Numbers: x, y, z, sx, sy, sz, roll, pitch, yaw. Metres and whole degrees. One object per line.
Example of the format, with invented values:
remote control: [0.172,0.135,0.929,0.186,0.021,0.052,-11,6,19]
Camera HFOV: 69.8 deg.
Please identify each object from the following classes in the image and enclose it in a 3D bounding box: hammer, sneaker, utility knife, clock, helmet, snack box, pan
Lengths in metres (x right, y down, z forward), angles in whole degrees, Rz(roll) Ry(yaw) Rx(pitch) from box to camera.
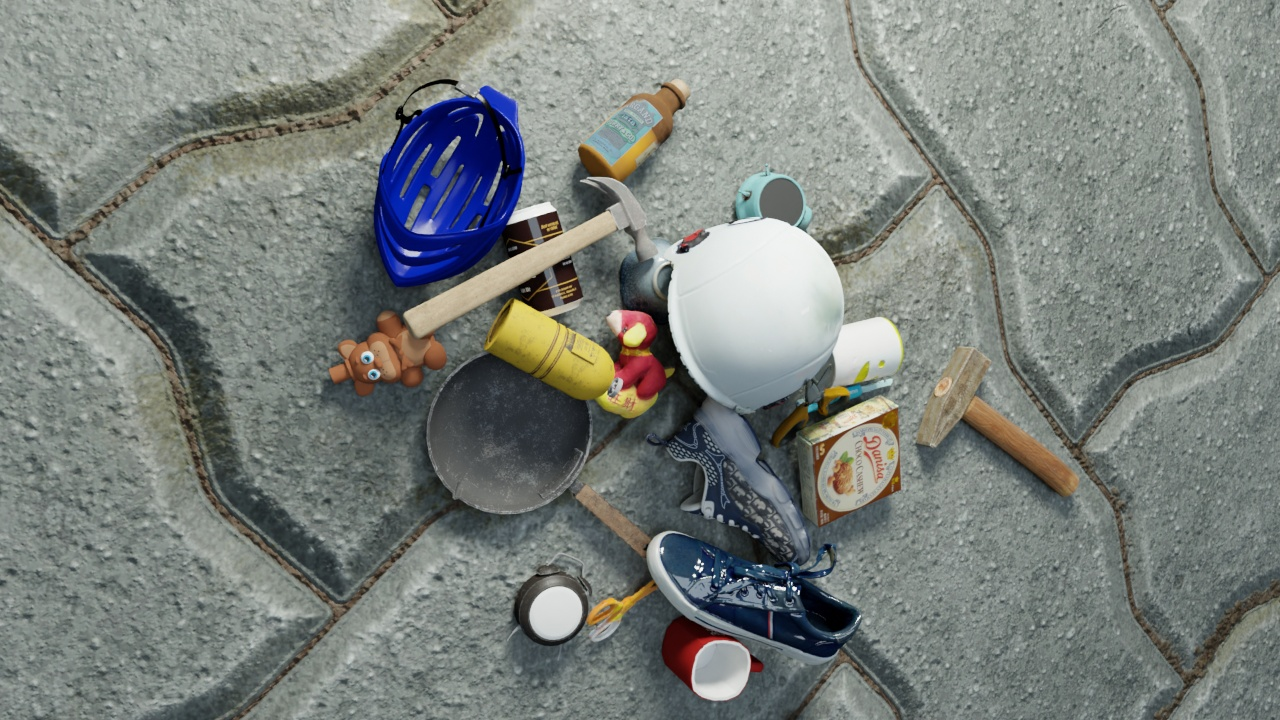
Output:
hammer: [0.554,0.123,1.383,0.300,0.037,0.157,33,82,-19]
sneaker: [0.153,0.280,1.160,0.294,0.128,0.120,27,44,-9]
utility knife: [0.289,0.046,1.294,0.158,0.015,0.022,-16,77,-20]
clock: [-0.108,0.306,1.149,0.091,0.044,0.122,28,84,-20]
helmet: [0.152,-0.065,1.106,0.263,0.164,0.236,-34,100,-57]
snack box: [0.288,0.138,1.261,0.146,0.041,0.143,-21,120,-18]
clock: [0.182,-0.193,1.216,0.090,0.053,0.124,-45,110,-12]
sneaker: [0.120,0.176,1.209,0.132,0.103,0.269,-32,104,0]
pan: [-0.107,0.135,1.142,0.357,0.040,0.207,45,79,-18]
helmet: [-0.208,-0.197,0.980,0.148,0.228,0.241,29,79,-3]
hammer: [-0.123,-0.110,1.043,0.330,0.031,0.119,-32,106,-28]

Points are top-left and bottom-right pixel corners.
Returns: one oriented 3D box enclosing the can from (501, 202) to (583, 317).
can: [-0.119,-0.119,1.100,0.071,0.072,0.128,-20,100,-18]

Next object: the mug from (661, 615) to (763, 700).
mug: [0.099,0.390,1.203,0.116,0.097,0.080,13,89,-21]

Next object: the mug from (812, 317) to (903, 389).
mug: [0.290,-0.010,1.254,0.106,0.083,0.082,-12,98,-18]

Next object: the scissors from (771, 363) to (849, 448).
scissors: [0.213,0.060,1.178,0.166,0.225,0.016,-37,69,8]

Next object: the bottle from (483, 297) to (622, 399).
bottle: [-0.095,-0.004,1.080,0.163,0.071,0.071,30,83,-19]

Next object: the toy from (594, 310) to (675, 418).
toy: [-0.007,0.007,1.157,0.105,0.067,0.137,6,100,-18]

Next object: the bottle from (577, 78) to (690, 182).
bottle: [-0.001,-0.288,1.134,0.156,0.068,0.068,-45,107,-12]

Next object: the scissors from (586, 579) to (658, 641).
scissors: [-0.017,0.323,1.193,0.132,0.012,0.084,-20,135,-34]

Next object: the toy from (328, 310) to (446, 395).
toy: [-0.292,-0.005,1.051,0.127,0.065,0.095,-22,107,-12]

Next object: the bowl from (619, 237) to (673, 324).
bowl: [0.030,-0.101,1.166,0.110,0.055,0.110,-1,94,-19]
